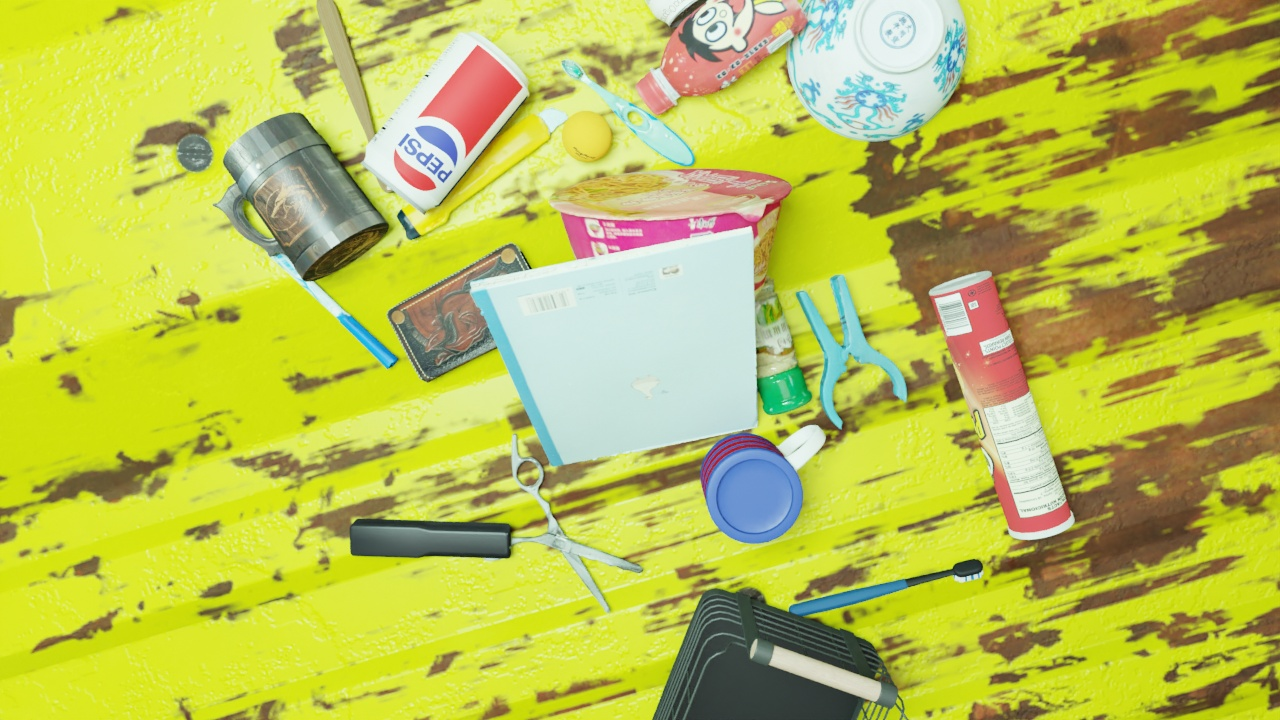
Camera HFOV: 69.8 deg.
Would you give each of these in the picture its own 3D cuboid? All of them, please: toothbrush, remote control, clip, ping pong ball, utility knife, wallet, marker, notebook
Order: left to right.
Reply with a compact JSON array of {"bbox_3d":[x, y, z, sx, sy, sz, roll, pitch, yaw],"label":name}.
[{"bbox_3d":[-0.258,-0.045,0.765,0.142,0.013,0.013,44,94,-3],"label":"marker"},{"bbox_3d":[-0.230,-0.216,0.748,0.016,0.016,0.167,-19,93,2],"label":"toothbrush"},{"bbox_3d":[-0.178,0.152,0.776,0.136,0.015,0.032,1,95,5],"label":"remote control"},{"bbox_3d":[-0.140,-0.039,0.760,0.123,0.019,0.072,-28,90,3],"label":"wallet"},{"bbox_3d":[-0.129,-0.155,0.751,0.165,0.017,0.030,-36,99,4],"label":"utility knife"},{"bbox_3d":[-0.043,-0.180,0.736,0.040,0.040,0.040,0,95,0],"label":"ping pong ball"},{"bbox_3d":[-0.010,-0.202,0.745,0.135,0.017,0.022,38,103,-3],"label":"toothbrush"},{"bbox_3d":[-0.004,0.004,0.672,0.181,0.254,0.009,-11,57,1],"label":"notebook"},{"bbox_3d":[0.155,0.005,0.761,0.121,0.031,0.130,-44,94,8],"label":"clip"},{"bbox_3d":[0.208,0.195,0.782,0.168,0.014,0.014,-15,129,4],"label":"toothbrush"}]

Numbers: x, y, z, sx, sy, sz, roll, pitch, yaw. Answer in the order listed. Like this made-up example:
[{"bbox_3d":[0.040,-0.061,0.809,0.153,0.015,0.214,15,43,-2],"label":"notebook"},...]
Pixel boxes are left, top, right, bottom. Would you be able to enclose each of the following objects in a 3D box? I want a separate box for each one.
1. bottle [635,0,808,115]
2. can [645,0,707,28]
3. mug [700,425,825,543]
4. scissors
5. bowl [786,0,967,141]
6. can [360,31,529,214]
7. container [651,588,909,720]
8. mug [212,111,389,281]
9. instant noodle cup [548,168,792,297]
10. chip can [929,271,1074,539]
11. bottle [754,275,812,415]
[{"bbox_3d":[0.058,-0.245,0.717,0.138,0.061,0.062,-34,94,17],"label":"bottle"},{"bbox_3d":[0.013,-0.316,0.715,0.055,0.055,0.101,-33,94,3],"label":"can"},{"bbox_3d":[0.103,0.091,0.742,0.112,0.076,0.075,-36,94,4],"label":"mug"},{"bbox_3d":[-0.070,0.139,0.780,0.141,0.014,0.162,-2,95,3],"label":"scissors"},{"bbox_3d":[0.191,-0.248,0.710,0.144,0.074,0.144,0,95,0],"label":"bowl"},{"bbox_3d":[-0.151,-0.184,0.715,0.070,0.070,0.132,39,88,-3],"label":"can"},{"bbox_3d":[0.094,0.320,0.730,0.163,0.130,0.241,20,99,-1],"label":"container"},{"bbox_3d":[-0.277,-0.119,0.730,0.116,0.079,0.107,-34,93,23],"label":"mug"},{"bbox_3d":[0.024,-0.090,0.688,0.178,0.178,0.078,-4,111,1],"label":"instant noodle cup"},{"bbox_3d":[0.294,0.036,0.748,0.052,0.052,0.215,-20,95,2],"label":"chip can"},{"bbox_3d":[0.105,-0.013,0.750,0.043,0.043,0.111,-19,94,2],"label":"bottle"}]
